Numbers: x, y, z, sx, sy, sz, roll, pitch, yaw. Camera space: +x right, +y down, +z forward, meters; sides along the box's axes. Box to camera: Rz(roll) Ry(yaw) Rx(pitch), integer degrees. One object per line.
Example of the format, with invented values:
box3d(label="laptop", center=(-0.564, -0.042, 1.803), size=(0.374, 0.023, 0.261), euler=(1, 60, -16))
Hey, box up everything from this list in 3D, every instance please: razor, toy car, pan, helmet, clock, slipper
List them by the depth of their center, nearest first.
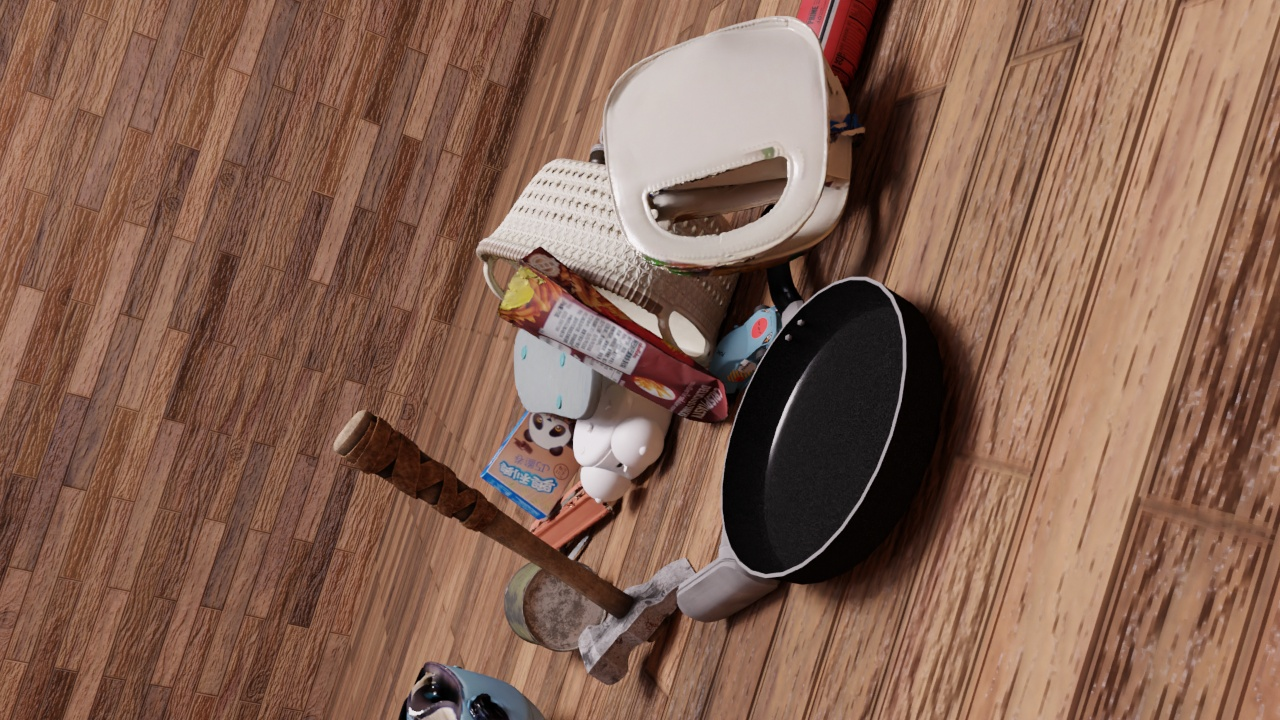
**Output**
box3d(label="pan", center=(0.121, -0.004, 0.656), size=(0.205, 0.044, 0.354), euler=(-55, 21, 37))
box3d(label="razor", center=(0.071, 0.129, 0.693), size=(0.088, 0.047, 0.116), euler=(-50, 21, 48))
box3d(label="toy car", center=(0.085, -0.008, 0.789), size=(0.108, 0.027, 0.060), euler=(129, 153, -47))
box3d(label="helmet", center=(-0.157, 0.414, 0.864), size=(0.265, 0.166, 0.225), euler=(-137, 64, -72))
box3d(label="clock", center=(-0.025, 0.059, 0.956), size=(0.126, 0.073, 0.160), euler=(-51, 26, 36))
box3d(label="slipper", center=(-0.082, 0.019, 0.992), size=(0.269, 0.054, 0.098), euler=(-159, 78, -66))

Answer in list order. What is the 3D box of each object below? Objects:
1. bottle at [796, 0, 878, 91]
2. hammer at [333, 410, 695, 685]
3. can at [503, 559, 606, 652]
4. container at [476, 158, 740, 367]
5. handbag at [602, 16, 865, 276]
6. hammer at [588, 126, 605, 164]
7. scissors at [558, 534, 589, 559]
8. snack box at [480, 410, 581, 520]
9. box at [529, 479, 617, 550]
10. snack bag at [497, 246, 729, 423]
box3d(label="bottle", center=(0.160, -0.276, 0.775), size=(0.062, 0.062, 0.176), euler=(-167, 95, -72))
box3d(label="hammer", center=(-0.099, 0.140, 0.734), size=(0.121, 0.318, 0.049), euler=(-51, 21, 3))
box3d(label="can", center=(-0.089, 0.250, 0.946), size=(0.075, 0.090, 0.089), euler=(153, 132, -65))
box3d(label="container", center=(-0.023, -0.093, 0.880), size=(0.246, 0.184, 0.142), euler=(20, 78, 37))
box3d(label="handbag", center=(0.072, -0.149, 0.710), size=(0.201, 0.093, 0.199), euler=(-9, 64, 24))
box3d(label="hammer", center=(-0.076, -0.212, 1.357), size=(0.177, 0.079, 0.325), euler=(144, 140, -60))
box3d(label="scissors", center=(-0.099, 0.257, 1.087), size=(0.175, 0.014, 0.141), euler=(-60, 19, 24))
box3d(label="snack box", center=(-0.107, 0.099, 1.070), size=(0.151, 0.087, 0.034), euler=(-56, 9, -30))
box3d(label="box", center=(-0.081, 0.182, 1.044), size=(0.187, 0.059, 0.056), euler=(-46, 55, 48))
box3d(label="snack bag", center=(-0.020, -0.005, 0.764), size=(0.066, 0.208, 0.139), euler=(-54, -3, -17))
